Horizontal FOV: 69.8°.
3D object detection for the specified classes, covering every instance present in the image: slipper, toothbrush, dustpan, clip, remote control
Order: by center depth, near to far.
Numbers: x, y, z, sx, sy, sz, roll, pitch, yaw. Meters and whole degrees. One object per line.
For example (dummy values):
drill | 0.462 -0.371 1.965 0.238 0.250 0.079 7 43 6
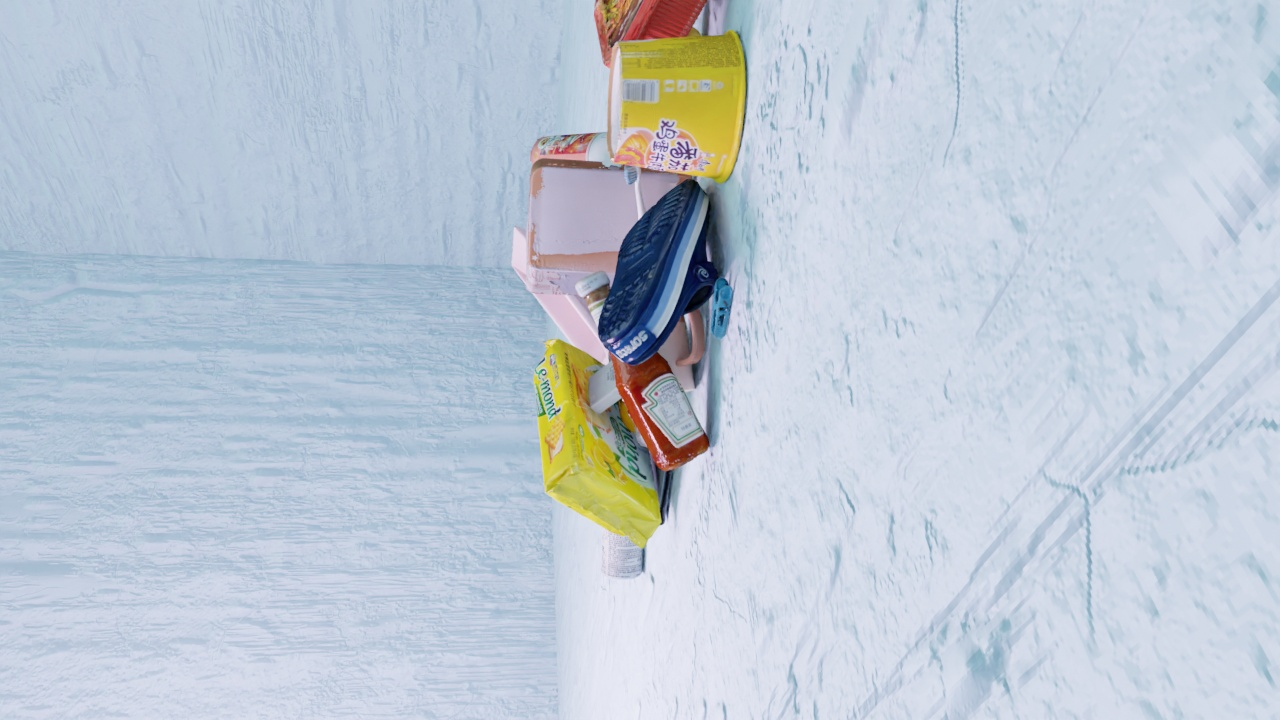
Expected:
clip | 0.074 -0.047 0.841 0.049 0.015 0.057 -116 29 -65
slipper | 0.032 -0.082 0.875 0.105 0.095 0.252 -34 23 34
toothbrush | 0.010 -0.120 1.015 0.027 0.026 0.221 36 148 44
remote control | -0.006 0.006 1.058 0.135 0.019 0.056 -37 33 22
dustpan | -0.122 -0.074 1.484 0.223 0.273 0.138 120 175 -77

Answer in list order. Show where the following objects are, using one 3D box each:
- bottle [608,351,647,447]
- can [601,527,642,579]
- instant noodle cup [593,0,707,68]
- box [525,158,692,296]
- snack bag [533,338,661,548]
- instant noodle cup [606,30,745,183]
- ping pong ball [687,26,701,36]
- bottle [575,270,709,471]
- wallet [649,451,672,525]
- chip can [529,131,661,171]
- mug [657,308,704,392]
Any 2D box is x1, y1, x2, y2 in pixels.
bottle | 0.002 0.034 1.107 0.189 0.068 0.068 -103 16 -56
can | -0.024 0.227 1.276 0.058 0.058 0.147 -147 58 -79
instant noodle cup | 0.021 -0.384 0.903 0.189 0.079 0.164 -54 29 36
box | -0.045 -0.177 1.072 0.156 0.183 0.194 -98 15 -44
snack bag | -0.059 0.093 1.103 0.068 0.158 0.246 -34 41 22
instant noodle cup | 0.028 -0.235 0.850 0.138 0.109 0.138 179 91 -82
ping pong ball | 0.046 -0.330 0.961 0.040 0.040 0.040 180 91 -81
bottle | -0.003 0.008 0.902 0.206 0.059 0.060 62 169 2
wallet | 0.024 0.125 1.125 0.097 0.019 0.121 -110 24 -61
chip can | -0.063 -0.270 1.229 0.215 0.071 0.071 12 103 50
mug | 0.022 -0.017 0.964 0.115 0.081 0.106 -13 84 44
